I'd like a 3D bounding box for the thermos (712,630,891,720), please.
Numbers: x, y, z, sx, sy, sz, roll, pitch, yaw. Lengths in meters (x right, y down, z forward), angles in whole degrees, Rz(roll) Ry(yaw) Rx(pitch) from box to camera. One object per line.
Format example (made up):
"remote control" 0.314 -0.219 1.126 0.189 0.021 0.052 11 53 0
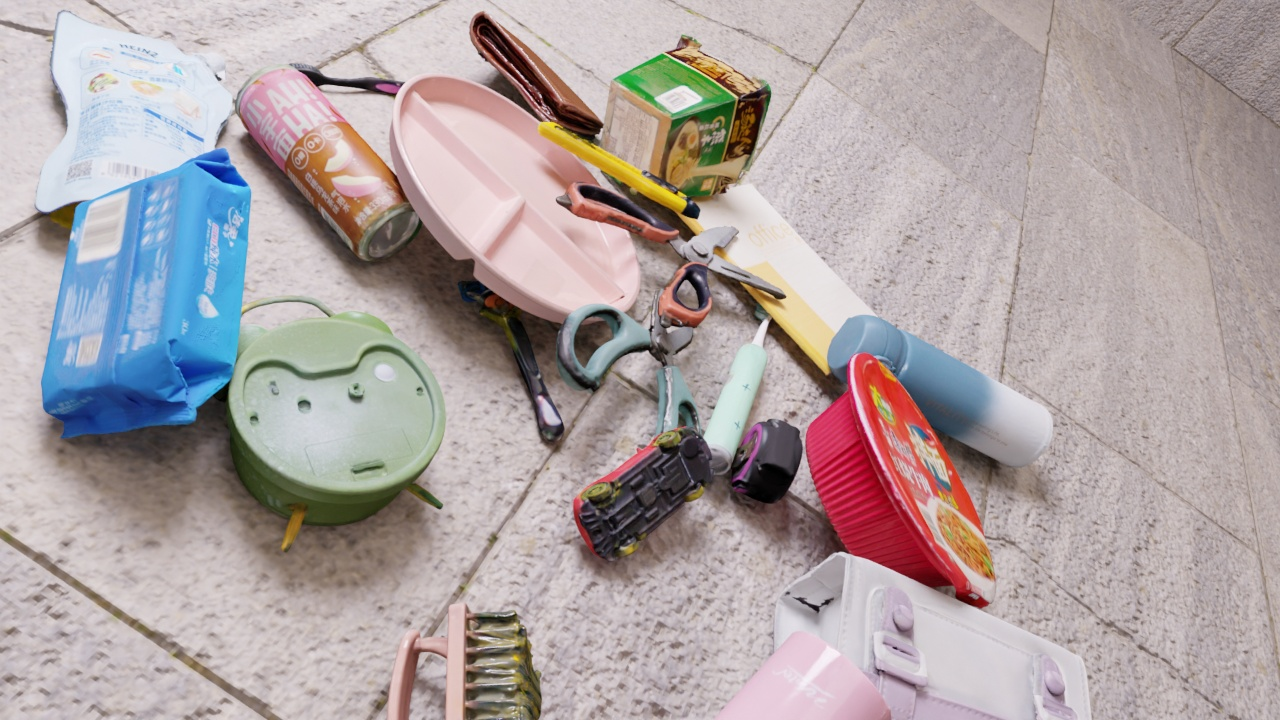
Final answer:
"thermos" 0.028 0.219 0.448 0.198 0.067 0.087 -40 46 -20

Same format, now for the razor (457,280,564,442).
"razor" -0.084 -0.005 0.642 0.042 0.022 0.142 -8 59 -35

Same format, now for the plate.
"plate" -0.091 -0.118 0.689 0.229 0.028 0.229 34 33 -27

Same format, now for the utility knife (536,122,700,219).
"utility knife" -0.016 -0.160 0.763 0.154 0.015 0.033 27 23 -13

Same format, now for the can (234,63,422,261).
"can" -0.217 -0.138 0.642 0.147 0.058 0.057 47 44 10

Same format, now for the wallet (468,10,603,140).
"wallet" -0.092 -0.250 0.820 0.124 0.032 0.101 48 16 10

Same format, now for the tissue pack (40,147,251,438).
"tissue pack" -0.258 -0.034 0.488 0.052 0.095 0.157 41 42 -61

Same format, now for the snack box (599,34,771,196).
"snack box" 0.030 -0.209 0.818 0.105 0.118 0.118 -26 53 -38

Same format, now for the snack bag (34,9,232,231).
"snack bag" -0.326 -0.154 0.601 0.110 0.039 0.190 1 52 -26

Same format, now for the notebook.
"notebook" 0.133 -0.082 0.848 0.206 0.010 0.145 49 37 13

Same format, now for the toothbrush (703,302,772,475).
"toothbrush" 0.083 0.012 0.728 0.027 0.027 0.223 33 38 -2

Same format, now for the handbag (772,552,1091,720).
"handbag" 0.184 0.223 0.571 0.197 0.099 0.144 24 50 -13

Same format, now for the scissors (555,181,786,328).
"scissors" 0.031 -0.089 0.743 0.189 0.015 0.221 39 32 2

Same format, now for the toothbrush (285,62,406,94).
"toothbrush" -0.203 -0.228 0.764 0.188 0.014 0.017 -3 44 -36

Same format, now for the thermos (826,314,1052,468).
"thermos" 0.256 0.027 0.786 0.220 0.070 0.070 24 44 -23

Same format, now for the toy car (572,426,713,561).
"toy car" 0.004 0.083 0.594 0.106 0.031 0.049 -34 110 -27

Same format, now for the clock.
"clock" -0.182 0.024 0.527 0.115 0.056 0.161 -10 60 -39

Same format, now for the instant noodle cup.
"instant noodle cup" 0.180 0.092 0.664 0.194 0.066 0.193 44 27 -30

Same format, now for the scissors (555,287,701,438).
"scissors" -0.005 0.002 0.648 0.178 0.019 0.172 31 47 -38

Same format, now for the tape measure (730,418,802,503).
"tape measure" 0.089 0.072 0.661 0.039 0.058 0.056 24 47 -5

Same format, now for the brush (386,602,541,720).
"brush" -0.085 0.197 0.442 0.073 0.063 0.145 -6 54 -1
